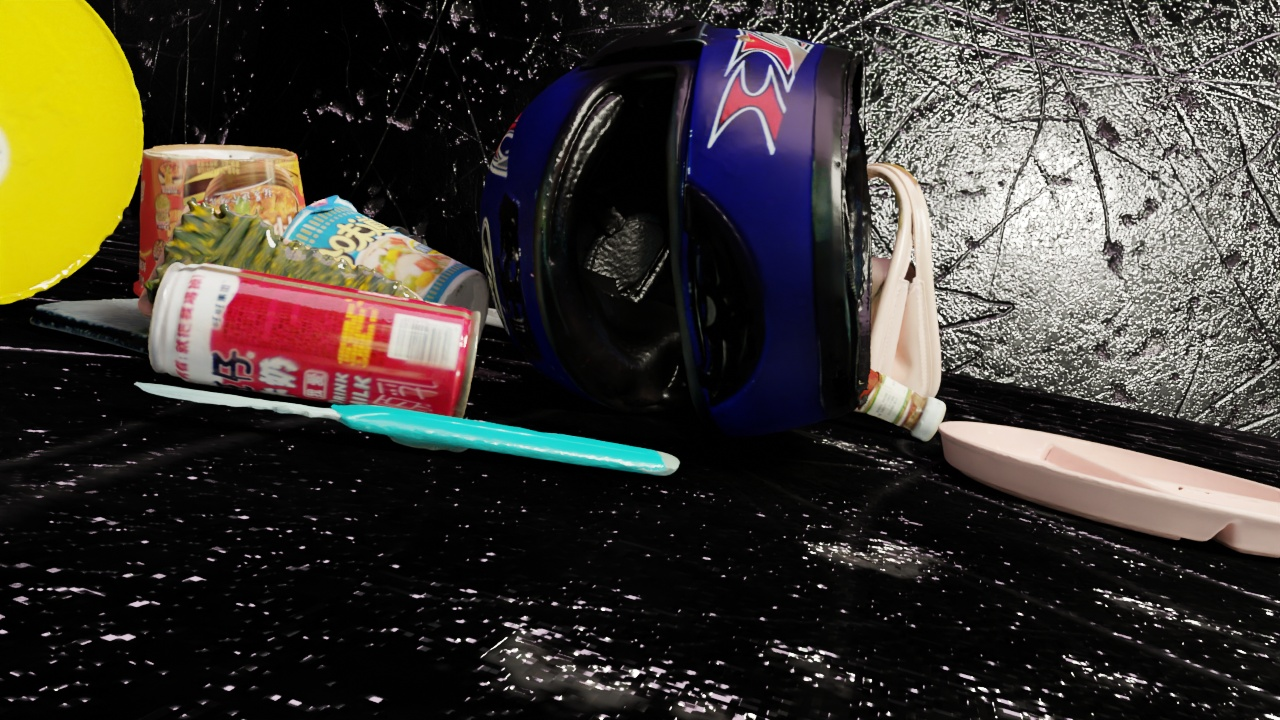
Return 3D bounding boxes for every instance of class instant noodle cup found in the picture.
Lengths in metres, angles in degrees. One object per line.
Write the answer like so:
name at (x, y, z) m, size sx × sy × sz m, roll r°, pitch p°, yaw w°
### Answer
instant noodle cup at (-0.324, -0.109, 0.713) m, size 0.138 × 0.109 × 0.137 m, roll 3°, pitch 17°, yaw -1°
instant noodle cup at (-0.159, -0.040, 0.577) m, size 0.110 × 0.099 × 0.099 m, roll 21°, pitch 7°, yaw 14°

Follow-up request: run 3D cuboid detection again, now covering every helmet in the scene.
helmet at (0.019, -0.076, 0.568) m, size 0.241 × 0.247 × 0.314 m, roll -4°, pitch 22°, yaw 16°

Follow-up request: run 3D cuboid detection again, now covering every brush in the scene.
brush at (-0.173, -0.027, 0.476) m, size 0.145 × 0.063 × 0.073 m, roll 21°, pitch -21°, yaw -14°

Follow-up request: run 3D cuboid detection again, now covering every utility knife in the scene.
utility knife at (-0.080, 0.028, 0.364) m, size 0.218 × 0.013 × 0.029 m, roll 12°, pitch 6°, yaw -21°

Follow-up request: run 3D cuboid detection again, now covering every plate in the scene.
plate at (0.300, 0.077, 0.569) m, size 0.229 × 0.028 × 0.229 m, roll 11°, pitch 6°, yaw -1°

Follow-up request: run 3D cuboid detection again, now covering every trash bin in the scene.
trash bin at (-0.442, -0.149, 0.506) m, size 0.255 × 0.230 × 0.229 m, roll 19°, pitch 7°, yaw 20°

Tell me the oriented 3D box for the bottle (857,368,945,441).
bottle at (0.140, 0.005, 0.730) m, size 0.206 × 0.060 × 0.059 m, roll 26°, pitch 7°, yaw 8°

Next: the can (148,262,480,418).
can at (-0.142, -0.008, 0.413) m, size 0.132 × 0.053 × 0.053 m, roll 10°, pitch 5°, yaw -13°

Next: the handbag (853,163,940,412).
handbag at (0.203, -0.073, 0.876) m, size 0.093 × 0.234 × 0.193 m, roll 6°, pitch 6°, yaw -28°

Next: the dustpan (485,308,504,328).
dustpan at (-0.088, -0.035, 1.152) m, size 0.258 × 0.143 × 0.222 m, roll 40°, pitch 5°, yaw -1°

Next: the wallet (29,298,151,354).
wallet at (-0.247, -0.016, 0.505) m, size 0.097 × 0.019 × 0.120 m, roll 13°, pitch 7°, yaw 12°

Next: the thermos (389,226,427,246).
thermos at (-0.310, -0.101, 0.994) m, size 0.143 × 0.093 × 0.093 m, roll 4°, pitch 4°, yaw 9°
